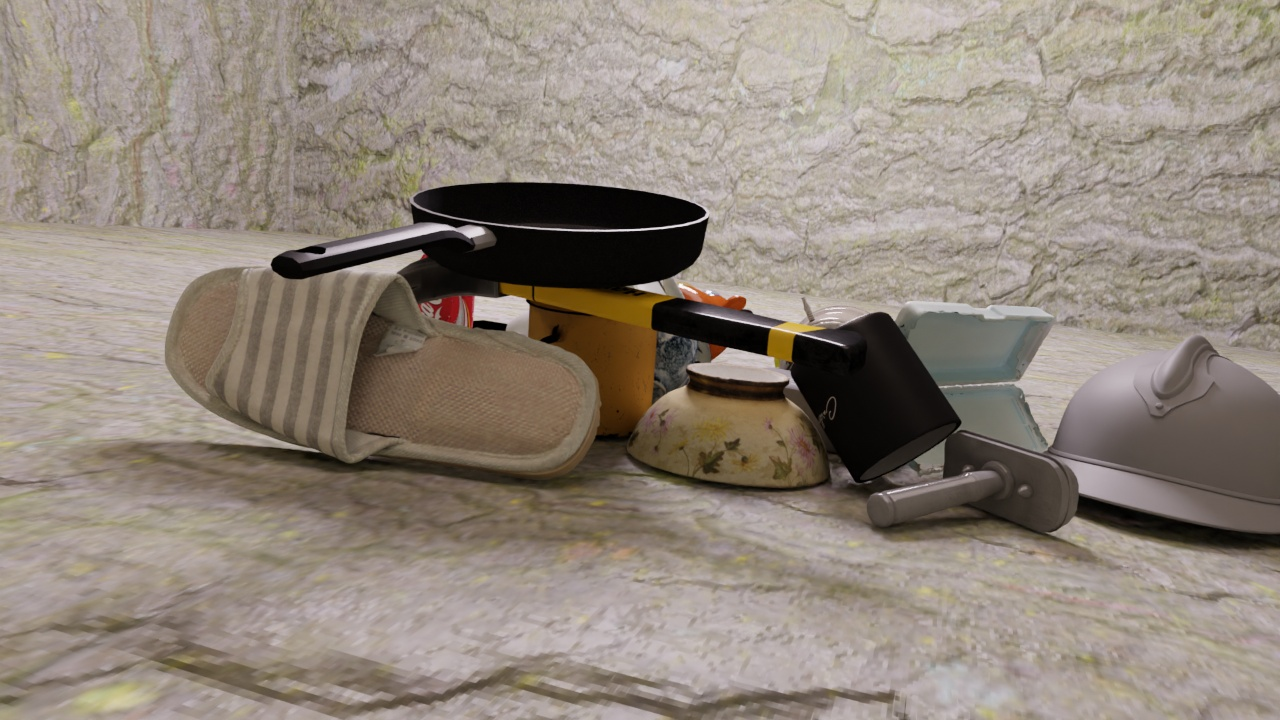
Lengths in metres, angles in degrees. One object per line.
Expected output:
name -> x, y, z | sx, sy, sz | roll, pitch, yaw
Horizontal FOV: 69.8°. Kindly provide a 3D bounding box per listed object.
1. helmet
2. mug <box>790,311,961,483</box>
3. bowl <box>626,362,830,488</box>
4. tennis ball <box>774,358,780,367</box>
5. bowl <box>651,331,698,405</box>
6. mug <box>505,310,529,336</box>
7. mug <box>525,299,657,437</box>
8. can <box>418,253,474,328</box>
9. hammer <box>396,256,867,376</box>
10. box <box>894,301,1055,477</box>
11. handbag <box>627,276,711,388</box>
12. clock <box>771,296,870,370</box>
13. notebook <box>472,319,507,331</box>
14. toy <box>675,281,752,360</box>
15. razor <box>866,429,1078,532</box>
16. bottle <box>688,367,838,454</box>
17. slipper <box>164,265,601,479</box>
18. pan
helmet -> 0.395, 0.041, 0.665 | 0.184, 0.118, 0.270 | 13, 9, 40
mug -> 0.153, 0.032, 0.628 | 0.078, 0.088, 0.114 | -21, -22, -16
bowl -> 0.065, 0.039, 0.638 | 0.145, 0.063, 0.145 | 6, 9, -1
tennis ball -> 0.174, -0.001, 0.970 | 0.065, 0.065, 0.065 | 6, 9, -1
bowl -> -0.005, 0.005, 0.776 | 0.114, 0.060, 0.114 | -4, -35, -3
mug -> -0.091, -0.021, 0.902 | 0.089, 0.071, 0.107 | -2, 3, 17
mug -> -0.043, 0.004, 0.680 | 0.101, 0.094, 0.123 | 10, 14, 25
can -> -0.210, -0.063, 0.981 | 0.064, 0.105, 0.064 | 6, 9, -1
hammer -> -0.011, -0.035, 0.587 | 0.325, 0.034, 0.169 | 15, 20, 34
box -> 0.260, 0.018, 0.708 | 0.197, 0.126, 0.074 | -2, -17, -39
handbag -> 0.028, -0.037, 0.913 | 0.176, 0.074, 0.151 | 38, 20, -39
clock -> 0.188, 0.019, 0.797 | 0.157, 0.103, 0.061 | 34, 23, 12
notebook -> -0.141, -0.026, 1.096 | 0.207, 0.016, 0.148 | 9, 8, 23
toy -> 0.045, -0.037, 1.035 | 0.176, 0.096, 0.112 | 7, -32, -7
razor -> 0.184, 0.079, 0.547 | 0.116, 0.047, 0.088 | -8, 14, -28
bottle -> 0.121, 0.036, 0.749 | 0.174, 0.046, 0.083 | 11, 10, 30
slipper -> -0.157, 0.006, 0.549 | 0.273, 0.114, 0.054 | 15, -10, 6
pan -> -0.087, -0.073, 0.573 | 0.204, 0.044, 0.354 | 11, 20, 23
